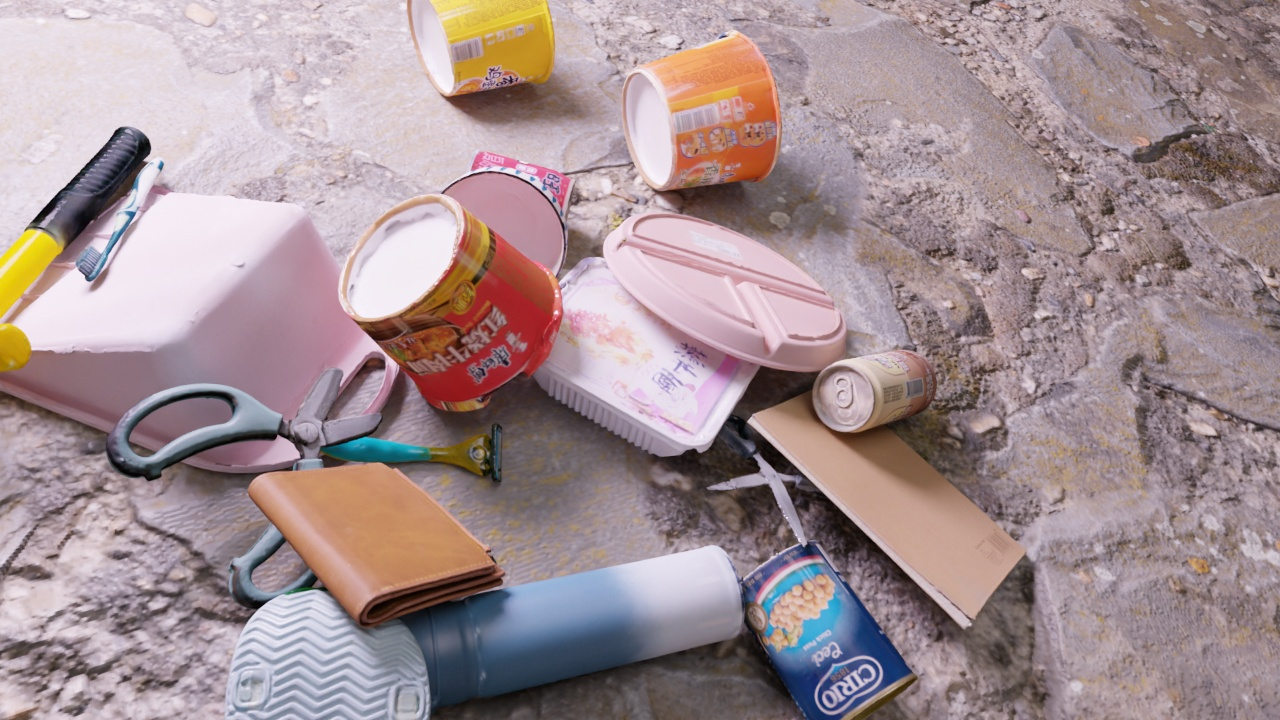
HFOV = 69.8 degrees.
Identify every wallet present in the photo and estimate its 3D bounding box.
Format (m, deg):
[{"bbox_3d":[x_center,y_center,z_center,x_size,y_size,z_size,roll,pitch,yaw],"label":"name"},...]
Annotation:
[{"bbox_3d":[-0.154,0.103,0.561,0.131,0.035,0.118,32,18,35],"label":"wallet"}]

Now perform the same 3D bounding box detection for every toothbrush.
[{"bbox_3d":[-0.401,-0.117,0.712,0.016,0.018,0.191,-28,37,12],"label":"toothbrush"}]

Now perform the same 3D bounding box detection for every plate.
[{"bbox_3d":[0.079,-0.067,0.794,0.229,0.028,0.229,19,27,-11],"label":"plate"}]

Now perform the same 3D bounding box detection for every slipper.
[{"bbox_3d":[-0.169,0.245,0.481,0.104,0.074,0.245,5,65,-12],"label":"slipper"}]

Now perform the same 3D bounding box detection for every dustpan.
[{"bbox_3d":[-0.332,-0.017,0.695,0.274,0.139,0.221,5,45,26],"label":"dustpan"}]

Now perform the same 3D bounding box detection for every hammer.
[{"bbox_3d":[-0.447,-0.089,0.684,0.129,0.033,0.300,-7,41,11],"label":"hammer"}]

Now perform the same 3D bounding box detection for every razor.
[{"bbox_3d":[-0.165,0.065,0.660,0.132,0.028,0.043,4,74,-18],"label":"razor"}]

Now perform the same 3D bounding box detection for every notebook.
[{"bbox_3d":[0.198,0.100,0.720,0.211,0.012,0.149,44,33,21],"label":"notebook"}]

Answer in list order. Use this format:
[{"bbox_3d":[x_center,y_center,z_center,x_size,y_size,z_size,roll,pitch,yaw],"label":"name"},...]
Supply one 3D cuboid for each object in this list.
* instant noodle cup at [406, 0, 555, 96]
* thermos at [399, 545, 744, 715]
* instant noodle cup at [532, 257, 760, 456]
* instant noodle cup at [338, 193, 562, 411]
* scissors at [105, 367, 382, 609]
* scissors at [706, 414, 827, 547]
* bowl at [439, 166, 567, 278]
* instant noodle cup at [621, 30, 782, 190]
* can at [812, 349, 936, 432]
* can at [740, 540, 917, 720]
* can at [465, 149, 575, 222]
[{"bbox_3d":[-0.167,-0.339,0.941,0.109,0.138,0.138,-25,61,-22],"label":"instant noodle cup"},{"bbox_3d":[-0.044,0.167,0.585,0.220,0.070,0.070,-6,53,-21],"label":"thermos"},{"bbox_3d":[-0.004,0.004,0.739,0.173,0.060,0.137,30,49,8],"label":"instant noodle cup"},{"bbox_3d":[-0.143,-0.048,0.669,0.138,0.108,0.137,-16,53,22],"label":"instant noodle cup"},{"bbox_3d":[-0.254,0.063,0.587,0.180,0.019,0.169,27,58,-22],"label":"scissors"},{"bbox_3d":[0.100,0.088,0.685,0.159,0.014,0.180,17,21,-24],"label":"scissors"},{"bbox_3d":[-0.117,-0.109,0.774,0.116,0.117,0.066,15,24,-4],"label":"bowl"},{"bbox_3d":[0.055,-0.241,0.915,0.111,0.152,0.151,-18,57,-19],"label":"instant noodle cup"},{"bbox_3d":[0.195,0.024,0.759,0.116,0.059,0.058,-8,51,-48],"label":"can"},{"bbox_3d":[0.119,0.184,0.611,0.075,0.075,0.111,-18,57,-29],"label":"can"},{"bbox_3d":[-0.111,-0.147,0.831,0.094,0.067,0.066,15,48,-4],"label":"can"}]
